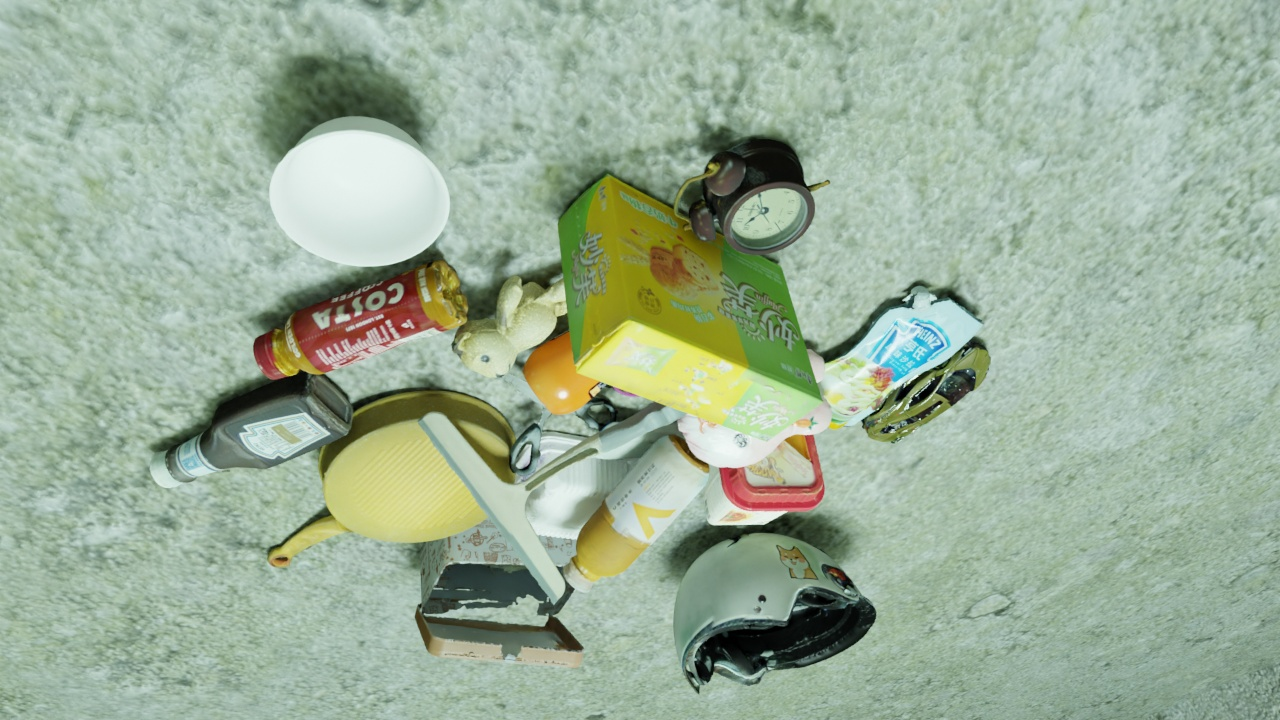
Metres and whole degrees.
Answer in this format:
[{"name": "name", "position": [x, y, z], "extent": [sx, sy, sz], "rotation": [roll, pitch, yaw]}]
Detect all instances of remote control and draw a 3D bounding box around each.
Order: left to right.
[{"name": "remote control", "position": [0.009, 0.085, 0.974], "extent": [0.124, 0.024, 0.049], "rotation": [1, 141, -36]}]

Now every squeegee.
[{"name": "squeegee", "position": [-0.043, 0.085, 0.892], "extent": [0.246, 0.039, 0.246], "rotation": [-30, 114, 4]}]

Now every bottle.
[{"name": "bottle", "position": [-0.368, 0.071, 0.857], "extent": [0.195, 0.044, 0.080], "rotation": [-22, 135, 12]}, {"name": "bottle", "position": [-0.234, -0.029, 0.762], "extent": [0.175, 0.057, 0.057], "rotation": [-19, 140, 7]}, {"name": "bottle", "position": [-0.032, -0.014, 0.825], "extent": [0.149, 0.066, 0.067], "rotation": [-36, 138, 1]}, {"name": "bottle", "position": [-0.009, 0.162, 0.951], "extent": [0.068, 0.068, 0.190], "rotation": [31, 105, -40]}]

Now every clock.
[{"name": "clock", "position": [0.084, -0.129, 0.730], "extent": [0.121, 0.055, 0.082], "rotation": [1, 139, -20]}]

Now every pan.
[{"name": "pan", "position": [-0.285, 0.148, 0.970], "extent": [0.358, 0.078, 0.197], "rotation": [-40, 133, 20]}]

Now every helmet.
[{"name": "helmet", "position": [0.157, 0.309, 1.190], "extent": [0.273, 0.156, 0.231], "rotation": [4, 137, -35]}]

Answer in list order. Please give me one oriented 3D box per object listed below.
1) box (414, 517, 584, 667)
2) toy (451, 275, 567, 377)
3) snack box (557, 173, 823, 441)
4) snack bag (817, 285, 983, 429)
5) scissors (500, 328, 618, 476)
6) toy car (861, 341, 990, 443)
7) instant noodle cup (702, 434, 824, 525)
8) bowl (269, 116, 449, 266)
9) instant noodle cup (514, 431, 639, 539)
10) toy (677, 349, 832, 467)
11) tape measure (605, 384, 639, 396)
[{"name": "box", "position": [-0.161, 0.281, 1.057], "extent": [0.182, 0.174, 0.152], "rotation": [8, 135, -24]}, {"name": "toy", "position": [-0.086, -0.036, 0.789], "extent": [0.157, 0.066, 0.105], "rotation": [-25, 164, -3]}, {"name": "snack box", "position": [0.040, -0.039, 0.745], "extent": [0.210, 0.157, 0.070], "rotation": [21, 133, -34]}, {"name": "snack bag", "position": [0.249, 0.000, 0.943], "extent": [0.110, 0.038, 0.191], "rotation": [32, 123, -27]}, {"name": "scissors", "position": [-0.083, 0.042, 0.897], "extent": [0.159, 0.014, 0.180], "rotation": [-4, 128, -37]}, {"name": "toy car", "position": [0.310, 0.036, 0.998], "extent": [0.070, 0.042, 0.158], "rotation": [25, 125, -37]}, {"name": "instant noodle cup", "position": [0.124, 0.124, 1.005], "extent": [0.116, 0.116, 0.124], "rotation": [3, 150, -18]}, {"name": "bowl", "position": [-0.196, -0.130, 0.647], "extent": [0.118, 0.064, 0.118], "rotation": [-7, 139, -6]}, {"name": "instant noodle cup", "position": [-0.062, 0.151, 1.020], "extent": [0.173, 0.060, 0.138], "rotation": [14, 134, -26]}, {"name": "toy", "position": [0.113, 0.042, 0.916], "extent": [0.159, 0.054, 0.121], "rotation": [-14, 100, -5]}, {"name": "tape measure", "position": [-0.005, 0.005, 0.879], "extent": [0.057, 0.039, 0.057], "rotation": [16, 134, -23]}]
